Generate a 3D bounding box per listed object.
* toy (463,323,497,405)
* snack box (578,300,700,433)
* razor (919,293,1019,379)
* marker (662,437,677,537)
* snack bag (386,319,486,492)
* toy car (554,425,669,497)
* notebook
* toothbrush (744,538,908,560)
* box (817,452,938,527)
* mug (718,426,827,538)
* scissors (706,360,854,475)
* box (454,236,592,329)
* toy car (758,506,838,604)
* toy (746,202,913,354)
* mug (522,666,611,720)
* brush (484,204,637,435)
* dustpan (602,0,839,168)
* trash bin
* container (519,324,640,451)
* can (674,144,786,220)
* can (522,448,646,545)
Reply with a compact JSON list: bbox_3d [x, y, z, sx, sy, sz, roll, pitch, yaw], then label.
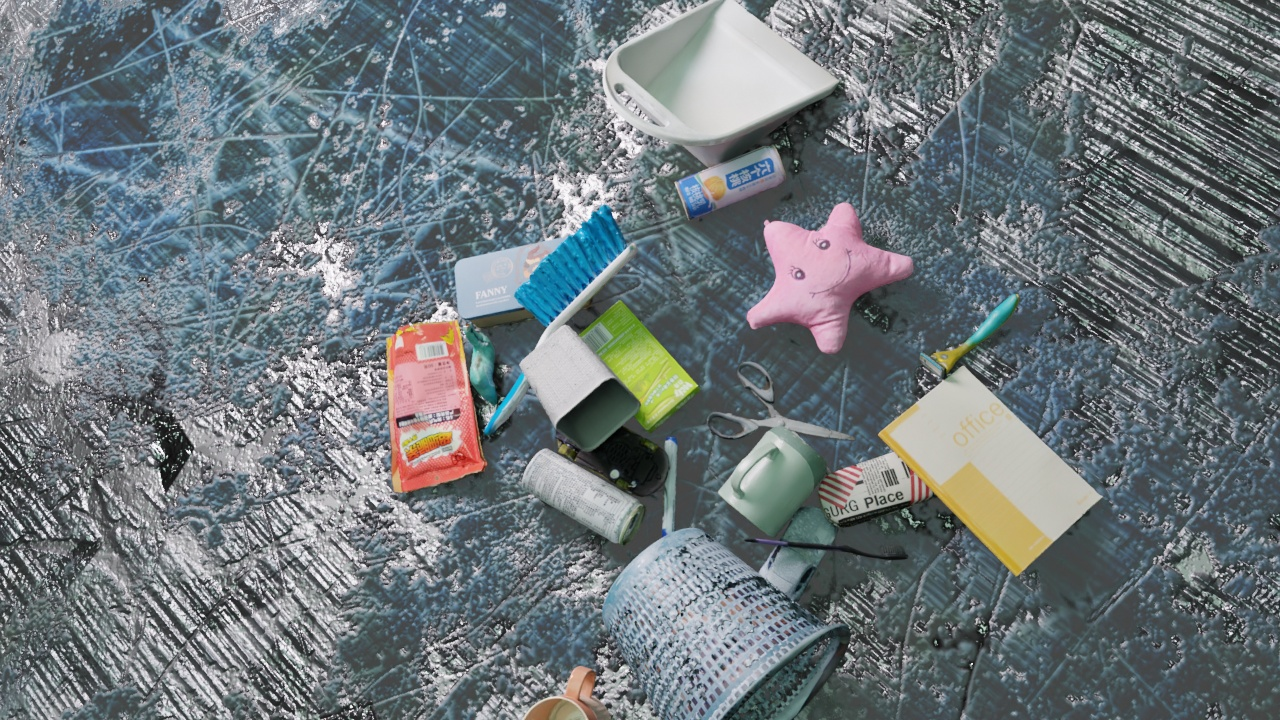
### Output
[{"bbox_3d":[-0.204,-0.001,1.171,0.030,0.096,0.091,-13,54,8],"label":"toy"},{"bbox_3d":[-0.007,0.007,1.149,0.086,0.026,0.156,-42,70,-2],"label":"snack box"},{"bbox_3d":[0.391,-0.031,1.072,0.132,0.028,0.043,-40,39,1],"label":"razor"},{"bbox_3d":[0.035,0.164,1.100,0.017,0.017,0.145,-1,74,12],"label":"marker"},{"bbox_3d":[-0.269,0.056,1.175,0.129,0.073,0.207,-13,77,13],"label":"snack bag"},{"bbox_3d":[-0.034,0.112,1.115,0.158,0.042,0.070,29,80,24],"label":"toy car"},{"bbox_3d":[0.386,0.116,1.018,0.145,0.010,0.206,-34,69,-19],"label":"notebook"},{"bbox_3d":[0.208,0.207,1.024,0.189,0.014,0.016,7,62,-6],"label":"toothbrush"},{"bbox_3d":[0.281,0.142,1.042,0.164,0.055,0.070,-16,85,2],"label":"box"},{"bbox_3d":[0.145,0.129,1.032,0.106,0.111,0.082,-50,48,1],"label":"mug"},{"bbox_3d":[0.163,0.074,1.101,0.159,0.014,0.177,-20,73,6],"label":"scissors"},{"bbox_3d":[-0.157,-0.098,1.193,0.184,0.060,0.089,-12,73,6],"label":"box"},{"bbox_3d":[0.178,0.222,1.044,0.054,0.037,0.120,30,79,19],"label":"toy car"},{"bbox_3d":[0.207,-0.104,1.108,0.194,0.074,0.178,-45,70,-2],"label":"toy"},{"bbox_3d":[-0.076,0.396,1.011,0.082,0.106,0.114,12,77,15],"label":"mug"},{"bbox_3d":[-0.119,-0.045,1.129,0.315,0.060,0.109,-43,95,13],"label":"brush"},{"bbox_3d":[0.086,-0.366,1.176,0.257,0.142,0.222,-45,71,-1],"label":"dustpan"},{"bbox_3d":[0.073,0.292,0.967,0.226,0.226,0.195,-44,58,-3],"label":"trash bin"},{"bbox_3d":[-0.075,0.029,1.089,0.090,0.090,0.114,-40,53,2],"label":"container"},{"bbox_3d":[0.115,-0.228,1.175,0.134,0.053,0.053,-21,71,6],"label":"can"},{"bbox_3d":[-0.069,0.163,1.101,0.147,0.058,0.058,27,81,18],"label":"can"}]
